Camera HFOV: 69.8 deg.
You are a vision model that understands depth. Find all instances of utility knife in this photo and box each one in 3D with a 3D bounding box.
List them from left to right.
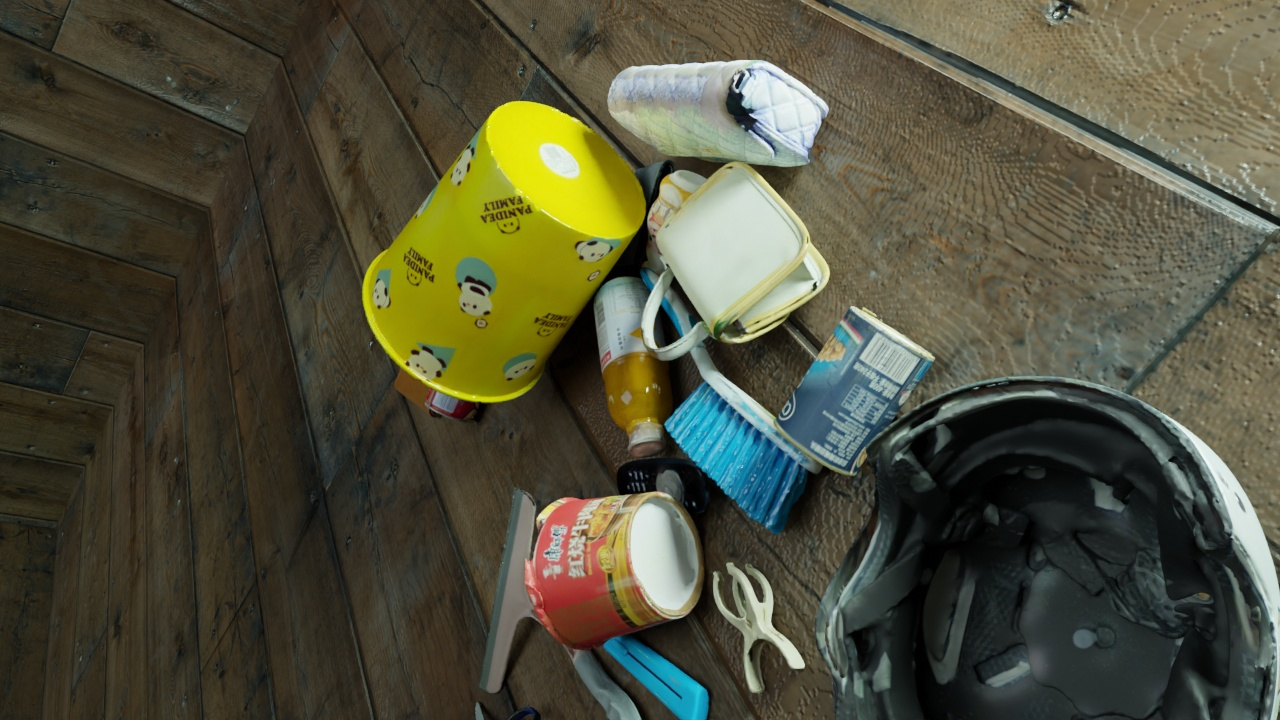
[{"bbox_3d":[-0.015,0.269,0.856,0.238,0.018,0.034,19,90,53],"label":"utility knife"}]

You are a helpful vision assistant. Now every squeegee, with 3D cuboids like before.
[{"bbox_3d":[-0.064,0.288,0.889,0.250,0.040,0.248,32,116,45],"label":"squeegee"}]

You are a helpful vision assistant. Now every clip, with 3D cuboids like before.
[{"bbox_3d":[0.092,0.211,0.740,0.071,0.034,0.100,-41,51,30],"label":"clip"}]

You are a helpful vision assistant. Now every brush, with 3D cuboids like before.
[{"bbox_3d":[0.057,0.023,0.837,0.109,0.060,0.314,-55,45,8],"label":"brush"}]

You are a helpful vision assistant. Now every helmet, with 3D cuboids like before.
[{"bbox_3d":[0.230,0.148,0.504,0.230,0.156,0.274,6,89,49],"label":"helmet"}]

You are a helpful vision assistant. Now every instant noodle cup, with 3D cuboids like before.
[{"bbox_3d":[-0.015,0.180,0.812,0.109,0.137,0.137,-20,59,34],"label":"instant noodle cup"}]

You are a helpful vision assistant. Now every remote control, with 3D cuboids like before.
[{"bbox_3d":[0.024,0.117,0.860,0.137,0.024,0.053,-10,92,53],"label":"remote control"}]

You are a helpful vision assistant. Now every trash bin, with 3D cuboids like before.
[{"bbox_3d":[-0.140,-0.117,0.979,0.256,0.229,0.229,-46,44,38],"label":"trash bin"}]

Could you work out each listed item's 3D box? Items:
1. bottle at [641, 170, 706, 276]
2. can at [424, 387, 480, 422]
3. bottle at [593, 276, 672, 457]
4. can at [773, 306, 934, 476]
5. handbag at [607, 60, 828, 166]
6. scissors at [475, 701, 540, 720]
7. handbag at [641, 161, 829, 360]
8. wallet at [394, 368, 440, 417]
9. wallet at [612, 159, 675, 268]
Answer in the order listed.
[{"bbox_3d":[0.036,-0.136,0.936,0.063,0.063,0.109,56,132,46],"label":"bottle"},{"bbox_3d":[-0.229,0.025,1.178,0.066,0.066,0.094,28,97,52],"label":"can"},{"bbox_3d":[-0.005,0.005,0.918,0.068,0.068,0.189,-35,50,36],"label":"bottle"},{"bbox_3d":[0.163,0.022,0.703,0.111,0.075,0.075,-58,39,13],"label":"can"},{"bbox_3d":[0.072,-0.234,0.878,0.194,0.134,0.075,19,88,53],"label":"handbag"},{"bbox_3d":[-0.153,0.382,0.931,0.164,0.012,0.162,-39,15,15],"label":"scissors"},{"bbox_3d":[0.069,-0.078,0.844,0.179,0.063,0.163,-39,44,11],"label":"handbag"},{"bbox_3d":[-0.299,0.006,1.303,0.131,0.035,0.119,25,100,51],"label":"wallet"},{"bbox_3d":[-0.002,-0.158,1.009,0.121,0.019,0.097,-71,19,-1],"label":"wallet"}]
